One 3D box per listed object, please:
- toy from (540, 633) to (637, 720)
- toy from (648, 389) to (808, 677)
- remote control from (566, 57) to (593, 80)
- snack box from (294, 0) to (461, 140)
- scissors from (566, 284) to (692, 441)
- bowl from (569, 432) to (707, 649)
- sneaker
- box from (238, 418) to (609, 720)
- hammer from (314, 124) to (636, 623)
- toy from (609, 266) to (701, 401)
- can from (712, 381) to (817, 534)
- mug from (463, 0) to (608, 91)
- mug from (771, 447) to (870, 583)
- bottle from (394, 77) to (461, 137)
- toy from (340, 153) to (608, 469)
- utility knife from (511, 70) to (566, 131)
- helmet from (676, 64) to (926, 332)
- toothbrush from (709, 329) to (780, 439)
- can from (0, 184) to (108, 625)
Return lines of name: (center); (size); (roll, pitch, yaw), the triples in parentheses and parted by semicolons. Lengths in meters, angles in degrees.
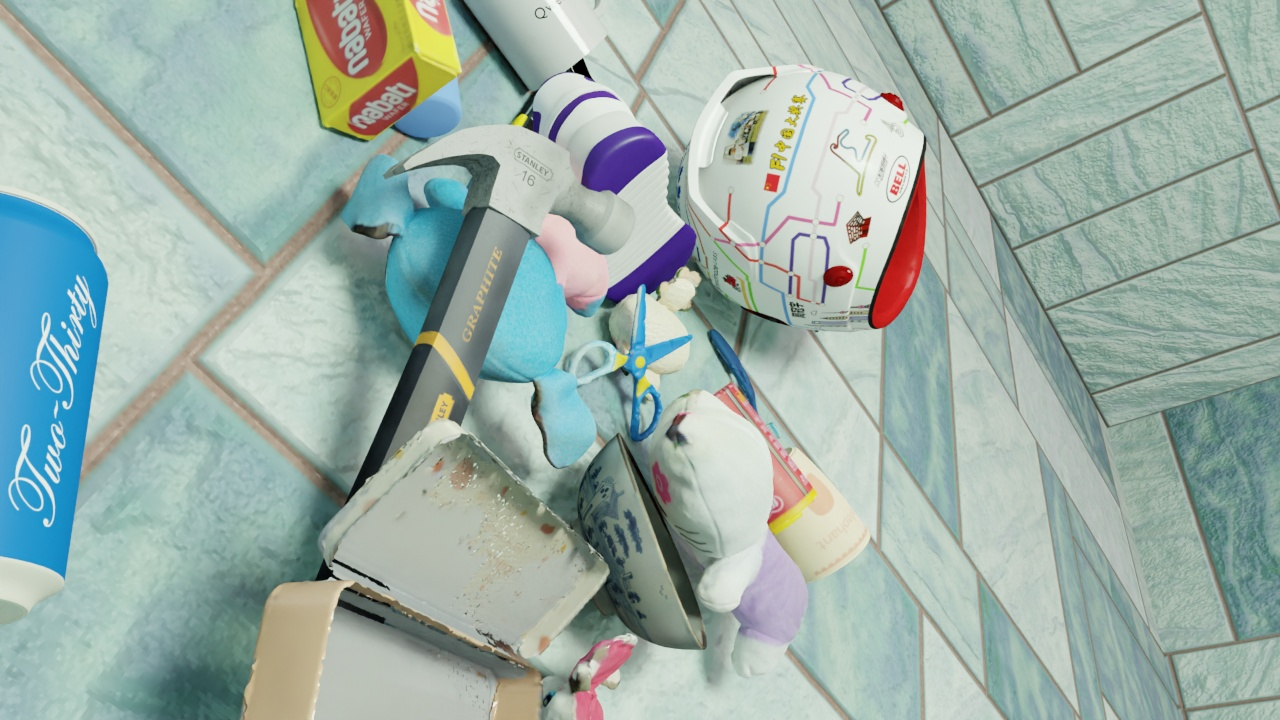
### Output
toy: (-0.039, 0.204, 0.541); (0.102, 0.050, 0.065); (-64, 147, -11)
toy: (0.067, 0.123, 0.671); (0.137, 0.085, 0.209); (-90, 161, -63)
remote control: (-0.051, -0.260, 0.850); (0.140, 0.021, 0.045); (65, 20, -12)
snack box: (-0.180, -0.253, 0.591); (0.042, 0.092, 0.200); (5, 66, -57)
scissors: (-0.008, 0.002, 0.722); (0.130, 0.014, 0.125); (2, 94, -41)
bowl: (-0.010, 0.127, 0.606); (0.150, 0.057, 0.150); (-19, 86, -89)
sneaker: (-0.029, -0.133, 0.725); (0.111, 0.091, 0.244); (52, -6, 21)
box: (-0.083, 0.129, 0.426); (0.156, 0.071, 0.216); (-59, 152, -16)
hammer: (-0.101, 0.022, 0.471); (0.139, 0.035, 0.312); (29, 69, -35)
toy: (0.011, -0.024, 0.767); (0.087, 0.050, 0.112); (34, 67, -40)
can: (0.086, 0.084, 0.770); (0.124, 0.067, 0.066); (53, 30, 6)
mug: (-0.078, -0.303, 0.775); (0.096, 0.083, 0.119); (52, 61, -23)
mug: (0.134, 0.145, 0.830); (0.111, 0.085, 0.104); (-35, 92, -30)
bottle: (-0.158, -0.225, 0.650); (0.048, 0.048, 0.131); (17, 56, -52)
toy: (-0.083, -0.048, 0.595); (0.224, 0.099, 0.190); (50, 29, -9)
utility knife: (-0.085, -0.220, 0.792); (0.029, 0.020, 0.233); (52, 30, -27)
helmet: (0.155, -0.153, 0.908); (0.314, 0.236, 0.231); (36, 71, -68)
toothbrush: (0.104, 0.025, 0.915); (0.132, 0.016, 0.021); (61, 29, -10)
can: (-0.241, 0.016, 0.325); (0.079, 0.079, 0.146); (24, 50, -48)
